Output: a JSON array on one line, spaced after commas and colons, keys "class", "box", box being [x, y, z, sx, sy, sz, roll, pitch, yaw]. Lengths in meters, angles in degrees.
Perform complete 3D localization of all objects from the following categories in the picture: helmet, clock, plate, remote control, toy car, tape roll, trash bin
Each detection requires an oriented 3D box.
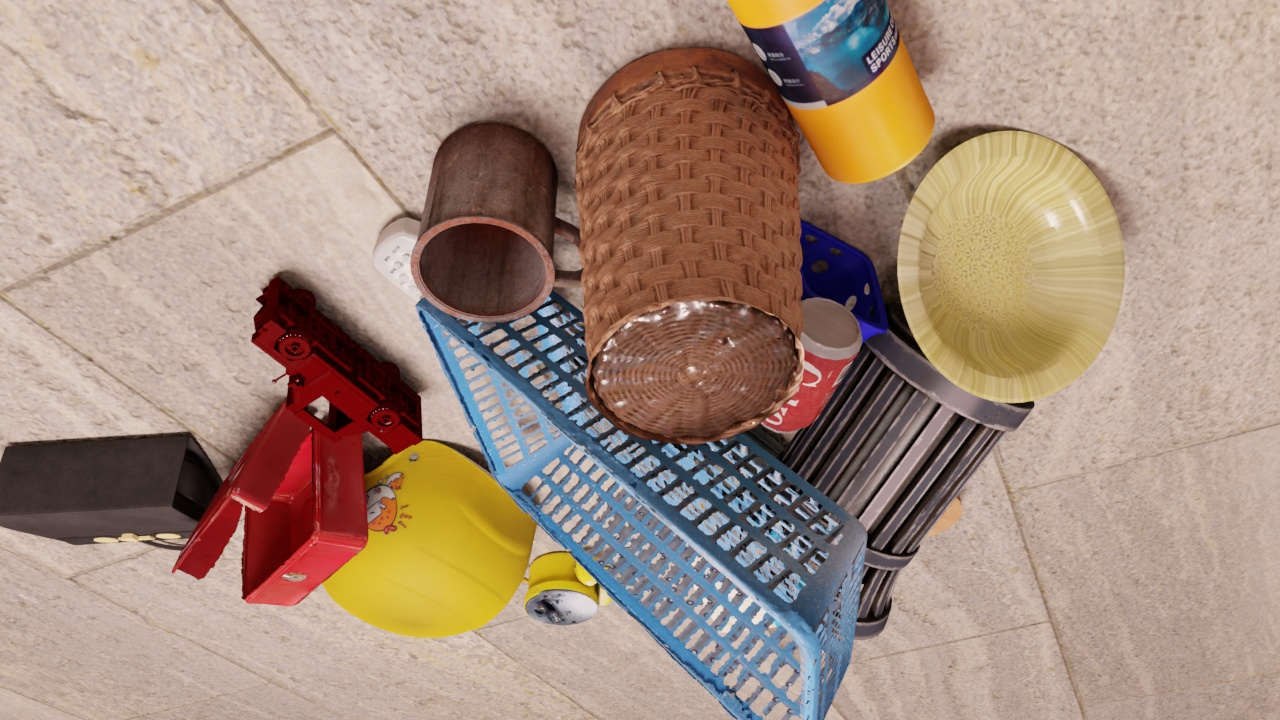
[{"class": "helmet", "box": [-0.224, 0.203, 0.909, 0.240, 0.139, 0.209, -23, 134, 23]}, {"class": "clock", "box": [-0.077, 0.256, 1.033, 0.119, 0.057, 0.083, -13, 136, 13]}, {"class": "plate", "box": [0.251, -0.064, 0.643, 0.184, 0.184, 0.036, 14, 177, -17]}, {"class": "remote control", "box": [-0.147, -0.065, 0.695, 0.060, 0.028, 0.114, -33, 130, 31]}, {"class": "toy car", "box": [-0.252, 0.013, 0.746, 0.062, 0.070, 0.170, -30, 132, 12]}, {"class": "tape roll", "box": [0.281, 0.150, 0.948, 0.094, 0.027, 0.094, -1, 138, -1]}, {"class": "trash bin", "box": [0.189, 0.081, 0.737, 0.164, 0.164, 0.228, 20, 114, -22]}, {"class": "trash bin", "box": [0.034, -0.070, 0.560, 0.151, 0.209, 0.151, -1, 138, -1]}]

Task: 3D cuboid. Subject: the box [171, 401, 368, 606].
[{"class": "box", "box": [-0.322, 0.136, 0.842, 0.126, 0.136, 0.158, 31, 130, -23]}]

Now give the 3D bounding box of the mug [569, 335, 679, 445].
[{"class": "mug", "box": [-0.004, 0.004, 0.747, 0.122, 0.085, 0.095, 15, 144, 26]}]

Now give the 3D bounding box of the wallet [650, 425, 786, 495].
[{"class": "wallet", "box": [0.085, 0.103, 0.877, 0.101, 0.054, 0.131, -31, 135, 31]}]

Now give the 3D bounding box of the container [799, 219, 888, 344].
[{"class": "container", "box": [0.114, -0.031, 0.700, 0.084, 0.085, 0.114, 23, 134, -24]}]

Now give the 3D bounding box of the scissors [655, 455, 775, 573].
[{"class": "scissors", "box": [0.083, 0.166, 0.885, 0.114, 0.016, 0.229, -24, 132, 12]}]

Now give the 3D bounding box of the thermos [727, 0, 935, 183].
[{"class": "thermos", "box": [0.094, -0.211, 0.515, 0.076, 0.091, 0.232, 2, 147, 41]}]

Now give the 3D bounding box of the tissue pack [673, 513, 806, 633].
[{"class": "tissue pack", "box": [0.114, 0.227, 1.002, 0.117, 0.065, 0.209, -14, 135, 14]}]

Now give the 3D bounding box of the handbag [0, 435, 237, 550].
[{"class": "handbag", "box": [-0.498, 0.155, 0.919, 0.176, 0.072, 0.196, -4, 149, 2]}]

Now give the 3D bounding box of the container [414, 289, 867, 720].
[{"class": "container", "box": [0.007, 0.100, 0.651, 0.089, 0.362, 0.257, -39, 146, -21]}]

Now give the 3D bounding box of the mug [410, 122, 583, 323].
[{"class": "mug", "box": [-0.085, -0.089, 0.614, 0.123, 0.110, 0.097, 16, 140, -19]}]

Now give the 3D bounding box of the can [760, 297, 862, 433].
[{"class": "can", "box": [0.112, 0.006, 0.636, 0.054, 0.054, 0.097, 8, 139, -10]}]
